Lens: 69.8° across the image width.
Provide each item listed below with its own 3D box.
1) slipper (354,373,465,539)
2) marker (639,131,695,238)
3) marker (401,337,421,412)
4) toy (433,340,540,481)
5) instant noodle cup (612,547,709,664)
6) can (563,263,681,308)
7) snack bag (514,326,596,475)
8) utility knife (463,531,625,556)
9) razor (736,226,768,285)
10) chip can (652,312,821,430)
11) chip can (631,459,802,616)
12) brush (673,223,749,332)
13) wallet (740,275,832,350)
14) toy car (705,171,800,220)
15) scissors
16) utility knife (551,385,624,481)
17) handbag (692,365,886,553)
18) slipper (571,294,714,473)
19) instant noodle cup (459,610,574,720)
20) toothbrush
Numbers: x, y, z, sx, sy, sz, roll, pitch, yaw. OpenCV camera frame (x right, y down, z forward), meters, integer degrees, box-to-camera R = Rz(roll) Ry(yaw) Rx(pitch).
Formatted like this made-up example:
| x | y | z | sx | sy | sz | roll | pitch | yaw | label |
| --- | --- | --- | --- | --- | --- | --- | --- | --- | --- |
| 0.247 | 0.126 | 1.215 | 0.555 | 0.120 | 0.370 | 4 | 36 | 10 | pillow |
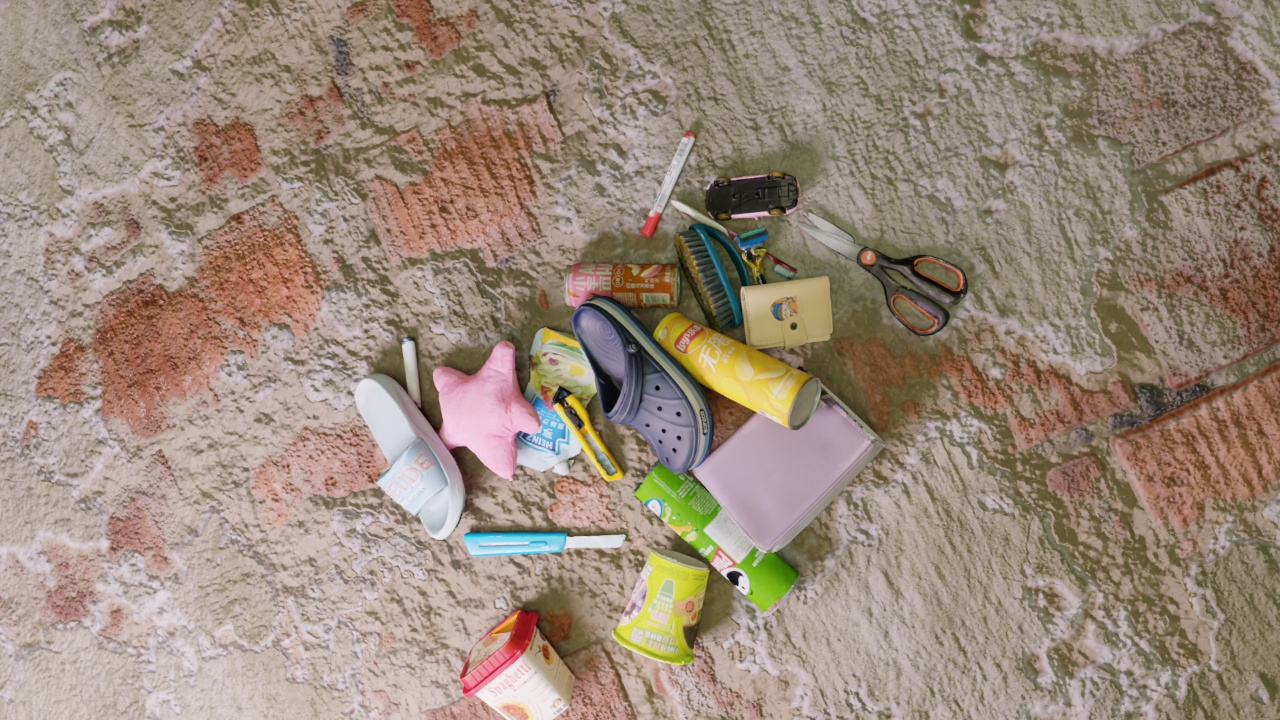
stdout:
| x | y | z | sx | sy | sz | roll | pitch | yaw | label |
| --- | --- | --- | --- | --- | --- | --- | --- | --- | --- |
| -0.318 | 0.129 | 1.232 | 0.104 | 0.074 | 0.245 | -37 | 82 | 39 | slipper |
| 0.036 | -0.228 | 1.193 | 0.017 | 0.017 | 0.145 | 25 | 97 | 7 | marker |
| -0.316 | 0.033 | 1.269 | 0.023 | 0.018 | 0.130 | -5 | 93 | 19 | marker |
| -0.210 | 0.078 | 1.216 | 0.195 | 0.074 | 0.178 | -21 | 86 | 34 | toy |
| 0.034 | 0.312 | 1.185 | 0.112 | 0.111 | 0.123 | 17 | 89 | 8 | instant noodle cup |
| -0.022 | -0.097 | 1.190 | 0.147 | 0.058 | 0.058 | 2 | 94 | 10 | can |
| -0.116 | 0.058 | 1.228 | 0.110 | 0.038 | 0.191 | 20 | 100 | 2 | snack bag |
| -0.131 | 0.248 | 1.251 | 0.225 | 0.018 | 0.034 | -4 | 92 | 9 | utility knife |
| 0.157 | -0.097 | 1.171 | 0.042 | 0.022 | 0.143 | -21 | 103 | -14 | razor |
| 0.114 | 0.011 | 1.126 | 0.213 | 0.072 | 0.072 | 27 | 98 | 31 | chip can |
| 0.097 | 0.222 | 1.182 | 0.236 | 0.072 | 0.072 | 42 | 99 | 6 | chip can |
| 0.098 | -0.109 | 1.172 | 0.073 | 0.055 | 0.144 | -23 | 90 | -13 | brush |
| 0.186 | -0.057 | 1.156 | 0.115 | 0.024 | 0.087 | -9 | 100 | -14 | wallet |
| 0.143 | -0.208 | 1.167 | 0.122 | 0.037 | 0.056 | -1 | 89 | 22 | toy car |
| 0.291 | -0.109 | 1.153 | 0.235 | 0.021 | 0.152 | 10 | 96 | 9 | scissors |
| -0.068 | 0.100 | 1.209 | 0.033 | 0.015 | 0.156 | -33 | 106 | 2 | utility knife |
| 0.184 | 0.124 | 1.148 | 0.197 | 0.098 | 0.145 | -47 | 69 | 10 | handbag |
| -0.006 | 0.031 | 1.135 | 0.253 | 0.095 | 0.105 | 55 | 142 | 6 | slipper |
| -0.159 | 0.420 | 1.224 | 0.116 | 0.116 | 0.124 | -40 | 99 | 9 | instant noodle cup |
| 0.118 | -0.157 | 1.184 | 0.187 | 0.016 | 0.017 | 31 | 108 | 6 | toothbrush |
